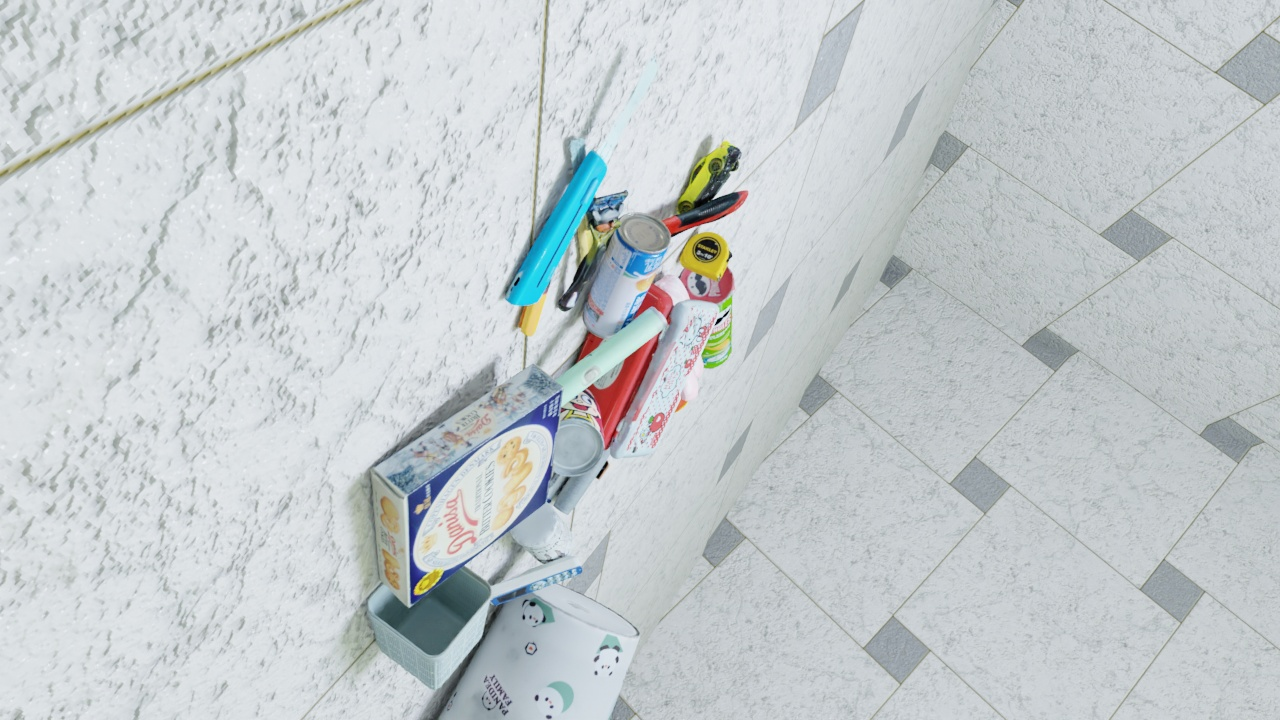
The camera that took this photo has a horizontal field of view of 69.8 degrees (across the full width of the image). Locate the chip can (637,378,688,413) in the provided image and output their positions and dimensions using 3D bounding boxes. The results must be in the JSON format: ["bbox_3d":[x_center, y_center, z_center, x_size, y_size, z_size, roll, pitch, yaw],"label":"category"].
[{"bbox_3d":[0.010,0.031,1.193,0.073,0.073,0.216,-61,165,3],"label":"chip can"}]

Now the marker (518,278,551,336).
[{"bbox_3d":[-0.085,-0.078,0.809,0.018,0.015,0.124,-23,138,-56],"label":"marker"}]

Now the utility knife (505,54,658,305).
[{"bbox_3d":[-0.046,-0.146,0.764,0.034,0.018,0.234,12,112,-57],"label":"utility knife"}]

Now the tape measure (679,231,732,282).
[{"bbox_3d":[0.084,-0.132,1.156,0.057,0.060,0.029,-63,163,-12],"label":"tape measure"}]

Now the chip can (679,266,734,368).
[{"bbox_3d":[0.097,-0.061,1.298,0.072,0.072,0.236,-56,164,-15],"label":"chip can"}]

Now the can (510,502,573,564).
[{"bbox_3d":[-0.120,0.216,1.142,0.058,0.058,0.147,-56,164,-16],"label":"can"}]

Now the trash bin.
[{"bbox_3d":[-0.134,0.442,1.230,0.251,0.230,0.229,-64,165,-5],"label":"trash bin"}]

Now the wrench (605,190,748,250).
[{"bbox_3d":[0.045,-0.154,1.005,0.272,0.016,0.056,-25,155,-50],"label":"wrench"}]

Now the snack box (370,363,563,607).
[{"bbox_3d":[-0.154,0.114,0.830,0.182,0.046,0.178,-36,153,-36],"label":"snack box"}]

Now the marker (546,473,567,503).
[{"bbox_3d":[-0.083,0.120,1.163,0.145,0.017,0.017,-57,164,-12],"label":"marker"}]

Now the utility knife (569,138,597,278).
[{"bbox_3d":[-0.051,-0.133,0.824,0.030,0.021,0.202,-54,158,-22],"label":"utility knife"}]

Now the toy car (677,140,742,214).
[{"bbox_3d":[0.074,-0.204,1.045,0.105,0.032,0.048,-55,163,27],"label":"toy car"}]

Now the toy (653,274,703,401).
[{"bbox_3d":[0.043,-0.027,1.129,0.121,0.054,0.159,-71,147,-51],"label":"toy"}]

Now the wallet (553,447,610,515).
[{"bbox_3d":[-0.061,0.136,1.185,0.129,0.037,0.106,-57,180,-1],"label":"wallet"}]

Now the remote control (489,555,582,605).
[{"bbox_3d":[-0.135,0.276,1.153,0.125,0.024,0.049,-19,157,-10],"label":"remote control"}]

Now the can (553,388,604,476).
[{"bbox_3d":[-0.073,0.069,0.951,0.093,0.066,0.067,-105,-143,-66],"label":"can"}]

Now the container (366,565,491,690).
[{"bbox_3d":[-0.205,0.254,0.898,0.089,0.090,0.112,-48,163,-36],"label":"container"}]

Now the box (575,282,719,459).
[{"bbox_3d":[-0.003,0.008,1.028,0.099,0.110,0.202,-11,129,-60],"label":"box"}]

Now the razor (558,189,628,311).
[{"bbox_3d":[-0.048,-0.094,0.846,0.042,0.022,0.143,-20,150,-41],"label":"razor"}]

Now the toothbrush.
[{"bbox_3d":[-0.067,0.021,0.915,0.224,0.027,0.026,-37,118,-7],"label":"toothbrush"}]

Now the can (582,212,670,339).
[{"bbox_3d":[-0.017,-0.081,0.909,0.053,0.053,0.135,-46,169,-41],"label":"can"}]
